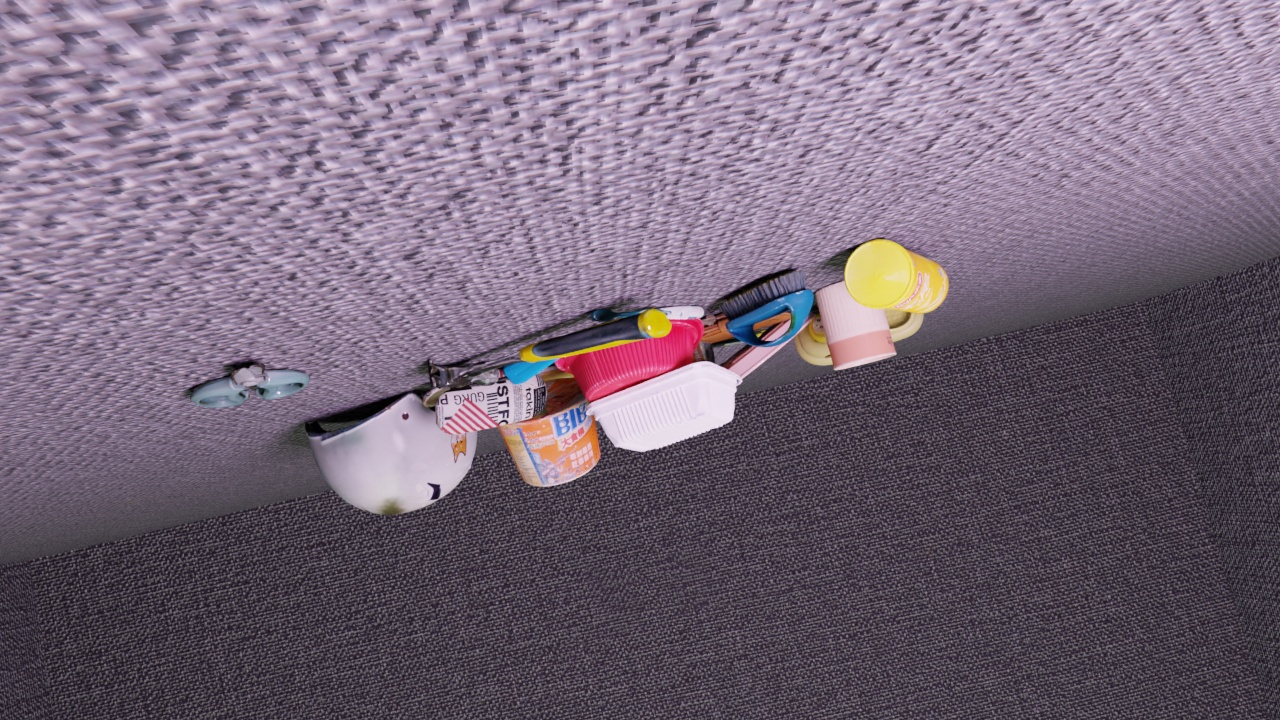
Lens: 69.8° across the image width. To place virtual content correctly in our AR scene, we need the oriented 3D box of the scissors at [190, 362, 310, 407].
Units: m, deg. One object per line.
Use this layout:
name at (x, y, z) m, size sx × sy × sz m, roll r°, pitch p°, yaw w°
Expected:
scissors at (-0.353, 0.019, 0.881) m, size 0.129 × 0.019 × 0.186 m, roll -8°, pitch 173°, yaw -41°

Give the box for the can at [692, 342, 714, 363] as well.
can at (0.035, 0.006, 1.373) m, size 0.147 × 0.058 × 0.057 m, roll -16°, pitch 173°, yaw 19°

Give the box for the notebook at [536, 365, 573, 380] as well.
notebook at (-0.167, 0.032, 1.400) m, size 0.145 × 0.010 × 0.206 m, roll -12°, pitch 173°, yaw -13°

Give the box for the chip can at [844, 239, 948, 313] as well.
chip can at (0.291, -0.090, 1.027) m, size 0.072 × 0.072 × 0.213 m, roll -17°, pitch 174°, yaw 27°

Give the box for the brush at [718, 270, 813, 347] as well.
brush at (0.145, -0.052, 1.037) m, size 0.055 × 0.073 × 0.144 m, roll -15°, pitch 175°, yaw -28°

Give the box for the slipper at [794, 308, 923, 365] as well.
slipper at (0.316, -0.060, 1.345) m, size 0.191 × 0.091 × 0.081 m, roll -16°, pitch 149°, yaw 14°

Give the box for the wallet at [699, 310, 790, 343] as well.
wallet at (0.134, -0.052, 1.219) m, size 0.132 × 0.031 × 0.107 m, roll -18°, pitch 174°, yaw 23°

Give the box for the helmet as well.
helmet at (-0.342, 0.141, 1.333) m, size 0.230 × 0.157 × 0.273 m, roll -15°, pitch 173°, yaw 15°

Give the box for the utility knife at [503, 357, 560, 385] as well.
utility knife at (-0.129, 0.000, 1.128) m, size 0.018 × 0.034 × 0.160 m, roll -52°, pitch -166°, yaw -30°

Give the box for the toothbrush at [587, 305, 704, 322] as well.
toothbrush at (0.010, -0.052, 1.027) m, size 0.018 × 0.016 × 0.191 m, roll -6°, pitch 180°, yaw 42°

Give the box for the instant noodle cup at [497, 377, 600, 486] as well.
instant noodle cup at (-0.129, 0.105, 1.326) m, size 0.151 × 0.111 × 0.151 m, roll -13°, pitch -160°, yaw 5°

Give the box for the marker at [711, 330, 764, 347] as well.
marker at (0.177, -0.037, 1.497) m, size 0.124 × 0.015 × 0.018 m, roll -11°, pitch 173°, yaw 4°

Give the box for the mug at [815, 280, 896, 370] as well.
mug at (0.277, -0.046, 1.211) m, size 0.081 × 0.106 × 0.115 m, roll -12°, pitch 174°, yaw -9°

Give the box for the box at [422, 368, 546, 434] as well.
box at (-0.209, 0.044, 1.222) m, size 0.162 × 0.076 × 0.087 m, roll -12°, pitch -158°, yaw -33°

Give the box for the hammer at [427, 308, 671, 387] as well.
hammer at (-0.109, -0.008, 1.002) m, size 0.324 × 0.032 × 0.126 m, roll -13°, pitch 175°, yaw 37°

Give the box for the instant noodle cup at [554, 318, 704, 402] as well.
instant noodle cup at (-0.007, 0.007, 1.133) m, size 0.194 × 0.065 × 0.194 m, roll -14°, pitch 162°, yaw -5°

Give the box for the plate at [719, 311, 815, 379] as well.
plate at (0.153, -0.004, 1.321) m, size 0.229 × 0.028 × 0.229 m, roll -38°, pitch 178°, yaw -1°

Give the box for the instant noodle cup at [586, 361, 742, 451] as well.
instant noodle cup at (0.036, 0.064, 1.138) m, size 0.174 × 0.060 × 0.138 m, roll -20°, pitch 161°, yaw 23°
